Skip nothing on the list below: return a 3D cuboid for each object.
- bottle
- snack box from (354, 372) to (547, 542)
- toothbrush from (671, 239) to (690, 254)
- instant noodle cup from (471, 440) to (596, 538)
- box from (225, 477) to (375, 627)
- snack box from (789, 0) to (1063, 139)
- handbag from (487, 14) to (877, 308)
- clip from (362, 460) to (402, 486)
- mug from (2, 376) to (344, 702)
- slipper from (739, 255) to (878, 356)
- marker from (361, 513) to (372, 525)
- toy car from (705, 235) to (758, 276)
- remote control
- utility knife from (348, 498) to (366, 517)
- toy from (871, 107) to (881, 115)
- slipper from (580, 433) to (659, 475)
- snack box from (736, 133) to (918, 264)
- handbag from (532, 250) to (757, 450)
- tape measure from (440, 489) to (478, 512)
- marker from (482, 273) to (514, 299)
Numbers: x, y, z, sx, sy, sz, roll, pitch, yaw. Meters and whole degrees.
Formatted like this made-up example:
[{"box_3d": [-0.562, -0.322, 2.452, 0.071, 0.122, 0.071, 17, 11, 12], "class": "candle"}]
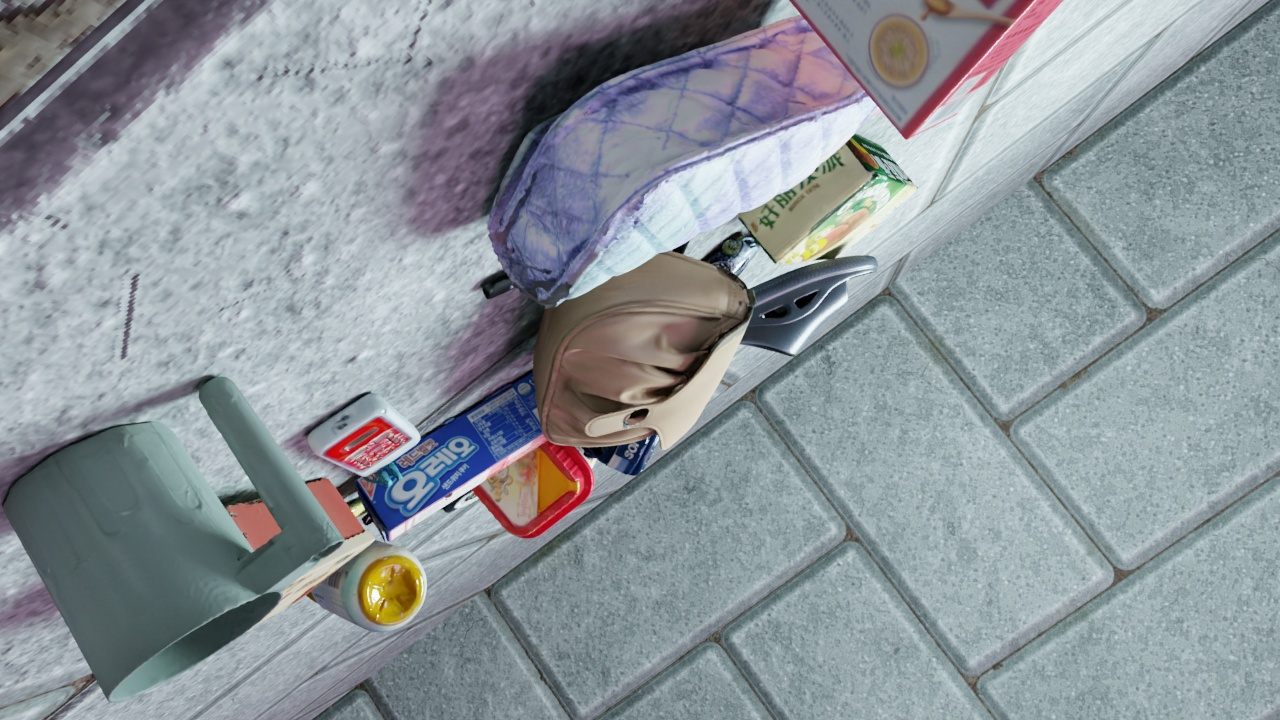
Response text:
[{"box_3d": [-0.248, 0.184, 0.785, 0.067, 0.068, 0.190, -30, -166, -34], "class": "bottle"}, {"box_3d": [-0.149, 0.079, 0.810, 0.207, 0.057, 0.058, -33, 172, -23], "class": "snack box"}, {"box_3d": [0.025, -0.084, 0.780, 0.016, 0.014, 0.189, -20, 165, -18], "class": "toothbrush"}, {"box_3d": [-0.104, 0.101, 0.946, 0.117, 0.116, 0.124, -40, -178, 20], "class": "instant noodle cup"}, {"box_3d": [-0.266, 0.133, 0.633, 0.091, 0.079, 0.168, -38, 177, 4], "class": "box"}, {"box_3d": [0.119, -0.175, 0.368, 0.044, 0.113, 0.127, -29, 168, -31], "class": "snack box"}, {"box_3d": [0.024, -0.108, 0.479, 0.193, 0.075, 0.134, -28, 172, -33], "class": "handbag"}, {"box_3d": [-0.205, 0.089, 0.731, 0.038, 0.013, 0.056, -32, -163, -24], "class": "clip"}, {"box_3d": [-0.218, 0.081, 0.434, 0.124, 0.103, 0.084, -37, 170, -1], "class": "mug"}, {"box_3d": [0.119, -0.036, 0.944, 0.268, 0.083, 0.110, -20, -177, -2], "class": "slipper"}, {"box_3d": [-0.203, 0.109, 0.843, 0.124, 0.015, 0.018, -40, 162, -21], "class": "marker"}, {"box_3d": [0.070, -0.082, 0.893, 0.106, 0.031, 0.049, -38, 170, 14], "class": "toy car"}, {"box_3d": [-0.193, 0.056, 0.653, 0.055, 0.020, 0.136, -35, 170, -11], "class": "remote control"}, {"box_3d": [-0.237, 0.126, 0.847, 0.151, 0.018, 0.031, -22, 165, -49], "class": "utility knife"}, {"box_3d": [0.206, -0.227, 0.557, 0.178, 0.074, 0.195, -21, 158, -50], "class": "toy"}, {"box_3d": [-0.029, 0.049, 0.905, 0.105, 0.095, 0.252, -61, -173, 6], "class": "slipper"}, {"box_3d": [0.183, -0.150, 0.866, 0.115, 0.063, 0.239, -41, 169, 24], "class": "snack box"}, {"box_3d": [-0.004, 0.004, 0.690, 0.147, 0.099, 0.205, -2, 150, -14], "class": "handbag"}, {"box_3d": [-0.186, 0.133, 1.005, 0.066, 0.033, 0.065, -40, 168, 30], "class": "tape measure"}, {"box_3d": [-0.047, -0.068, 0.589, 0.123, 0.015, 0.018, -30, 164, -27], "class": "marker"}]
